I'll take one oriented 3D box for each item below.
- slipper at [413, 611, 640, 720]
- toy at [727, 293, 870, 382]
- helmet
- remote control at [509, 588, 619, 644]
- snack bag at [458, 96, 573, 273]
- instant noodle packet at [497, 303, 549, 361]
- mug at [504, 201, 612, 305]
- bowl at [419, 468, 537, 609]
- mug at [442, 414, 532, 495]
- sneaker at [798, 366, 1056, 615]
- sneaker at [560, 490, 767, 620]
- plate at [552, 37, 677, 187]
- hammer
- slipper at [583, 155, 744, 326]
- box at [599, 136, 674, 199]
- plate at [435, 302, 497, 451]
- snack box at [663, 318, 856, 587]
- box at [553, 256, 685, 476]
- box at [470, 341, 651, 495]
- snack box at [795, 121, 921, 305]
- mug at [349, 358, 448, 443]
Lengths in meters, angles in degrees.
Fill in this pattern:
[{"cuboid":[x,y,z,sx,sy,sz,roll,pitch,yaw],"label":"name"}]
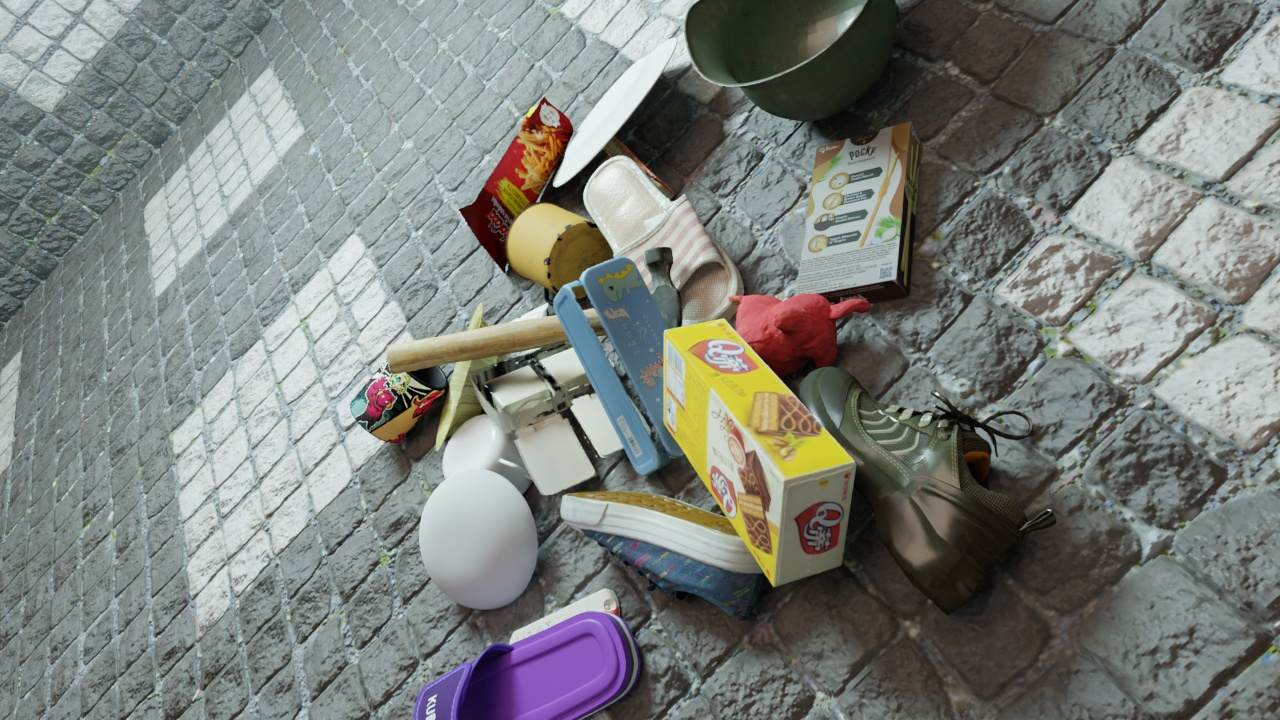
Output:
[{"cuboid":[-0.131,0.313,0.835,0.267,0.084,0.107,-34,60,16],"label":"slipper"},{"cuboid":[0.144,-0.043,0.861,0.133,0.088,0.093,-24,46,25],"label":"toy"},{"cuboid":[0.185,-0.362,0.990,0.228,0.153,0.267,-12,60,33],"label":"helmet"},{"cuboid":[-0.074,0.261,0.887,0.126,0.018,0.038,-30,47,18],"label":"remote control"},{"cuboid":[-0.165,-0.238,1.225,0.067,0.139,0.207,22,70,20],"label":"snack bag"},{"cuboid":[-0.148,-0.002,1.121,0.087,0.026,0.134,-24,49,26],"label":"instant noodle packet"},{"cuboid":[-0.098,-0.122,1.118,0.094,0.100,0.124,30,124,45],"label":"mug"},{"cuboid":[-0.180,0.189,0.957,0.150,0.043,0.149,0,91,28],"label":"bowl"},{"cuboid":[-0.162,0.114,1.023,0.116,0.068,0.094,10,69,44],"label":"mug"},{"cuboid":[0.223,0.061,0.713,0.143,0.101,0.237,-39,45,11],"label":"sneaker"},{"cuboid":[0.020,0.172,0.838,0.236,0.087,0.079,8,93,41],"label":"sneaker"},{"cuboid":[-0.040,-0.324,1.184,0.243,0.016,0.242,-45,20,21],"label":"plate"},{"cuboid":[-0.117,-0.026,0.984,0.331,0.033,0.132,-10,87,12],"label":"hammer"},{"cuboid":[0.016,-0.138,1.013,0.115,0.052,0.263,-46,58,15],"label":"slipper"},{"cuboid":[-0.013,-0.228,1.142,0.187,0.056,0.071,53,132,48],"label":"box"},{"cuboid":[-0.202,0.024,1.106,0.184,0.036,0.184,-164,91,-75],"label":"plate"},{"cuboid":[0.088,0.068,0.767,0.061,0.110,0.230,-12,34,-17],"label":"snack box"},{"cuboid":[-0.008,0.006,0.922,0.085,0.073,0.209,-24,83,-18],"label":"box"},{"cuboid":[-0.087,0.050,0.990,0.144,0.058,0.187,-22,47,-18],"label":"box"},{"cuboid":[0.216,-0.141,0.904,0.101,0.031,0.185,-8,57,36],"label":"snack box"},{"cuboid":[-0.309,0.037,1.195,0.098,0.082,0.118,-47,10,14],"label":"mug"}]
